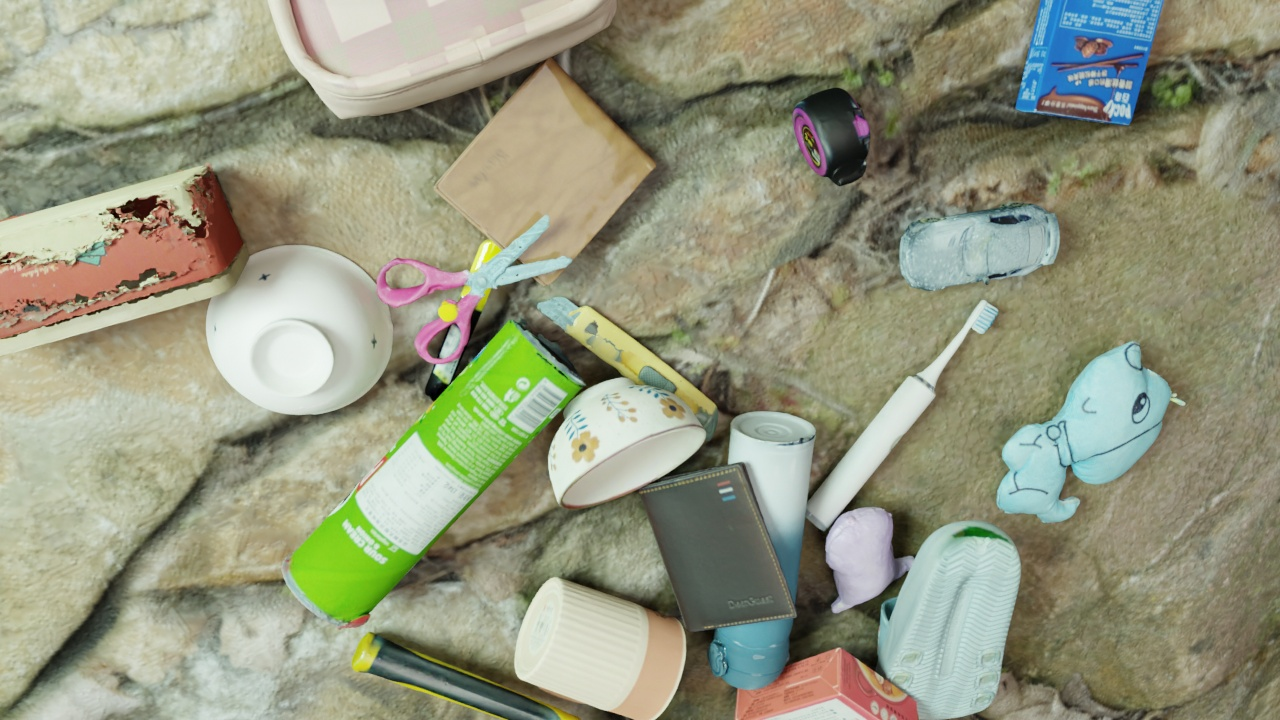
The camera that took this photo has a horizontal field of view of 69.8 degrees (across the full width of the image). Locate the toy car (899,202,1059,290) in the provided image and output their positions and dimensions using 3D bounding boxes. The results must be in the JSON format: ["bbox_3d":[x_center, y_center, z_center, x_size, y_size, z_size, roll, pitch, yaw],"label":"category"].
[{"bbox_3d":[0.255,-0.085,0.691,0.120,0.036,0.054,-9,110,-7],"label":"toy car"}]

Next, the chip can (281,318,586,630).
[{"bbox_3d":[-0.139,0.076,0.629,0.072,0.072,0.236,42,95,-22],"label":"chip can"}]

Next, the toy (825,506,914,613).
[{"bbox_3d":[0.184,0.159,0.747,0.084,0.039,0.108,-30,129,-6],"label":"toy"}]

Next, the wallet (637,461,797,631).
[{"bbox_3d":[0.056,0.140,0.684,0.097,0.020,0.122,-17,96,34],"label":"wallet"}]

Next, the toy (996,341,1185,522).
[{"bbox_3d":[0.373,0.063,0.762,0.156,0.049,0.161,-10,115,-8],"label":"toy"}]

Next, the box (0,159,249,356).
[{"bbox_3d":[-0.325,-0.063,0.526,0.168,0.091,0.079,-18,115,-7],"label":"box"}]

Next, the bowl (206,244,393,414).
[{"bbox_3d":[-0.220,-0.010,0.585,0.118,0.064,0.118,-4,109,-12],"label":"bowl"}]

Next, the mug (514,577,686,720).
[{"bbox_3d":[-0.039,0.229,0.708,0.106,0.081,0.115,26,130,-18],"label":"mug"}]

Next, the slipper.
[{"bbox_3d":[0.249,0.218,0.768,0.104,0.074,0.246,-3,126,-3],"label":"slipper"}]

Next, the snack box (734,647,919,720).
[{"bbox_3d":[0.162,0.301,0.766,0.127,0.044,0.113,40,128,-22],"label":"snack box"}]

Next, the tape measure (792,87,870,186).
[{"bbox_3d":[0.132,-0.155,0.625,0.039,0.057,0.058,-24,128,-2],"label":"tape measure"}]

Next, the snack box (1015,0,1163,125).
[{"bbox_3d":[0.329,-0.253,0.656,0.084,0.026,0.157,3,107,-14],"label":"snack box"}]

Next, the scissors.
[{"bbox_3d":[-0.113,-0.058,0.601,0.137,0.017,0.096,-40,105,16],"label":"scissors"}]

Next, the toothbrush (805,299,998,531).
[{"bbox_3d":[0.205,0.043,0.726,0.026,0.026,0.221,38,97,8],"label":"toothbrush"}]

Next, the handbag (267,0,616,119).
[{"bbox_3d":[-0.132,-0.272,0.517,0.193,0.093,0.234,-22,104,-7],"label":"handbag"}]

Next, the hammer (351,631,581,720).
[{"bbox_3d":[-0.064,0.278,0.707,0.323,0.126,0.031,26,65,-14],"label":"hammer"}]

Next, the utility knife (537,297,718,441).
[{"bbox_3d":[-0.004,0.004,0.672,0.173,0.019,0.031,37,90,-17],"label":"utility knife"}]

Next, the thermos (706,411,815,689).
[{"bbox_3d":[0.092,0.151,0.714,0.070,0.070,0.221,-1,108,-14],"label":"thermos"}]

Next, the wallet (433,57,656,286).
[{"bbox_3d":[-0.061,-0.122,0.603,0.101,0.020,0.115,41,87,-21],"label":"wallet"}]

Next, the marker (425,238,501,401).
[{"bbox_3d":[-0.122,-0.026,0.631,0.018,0.015,0.124,21,105,-15],"label":"marker"}]

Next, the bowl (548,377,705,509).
[{"bbox_3d":[-0.018,0.052,0.645,0.113,0.113,0.062,-27,71,-4],"label":"bowl"}]
